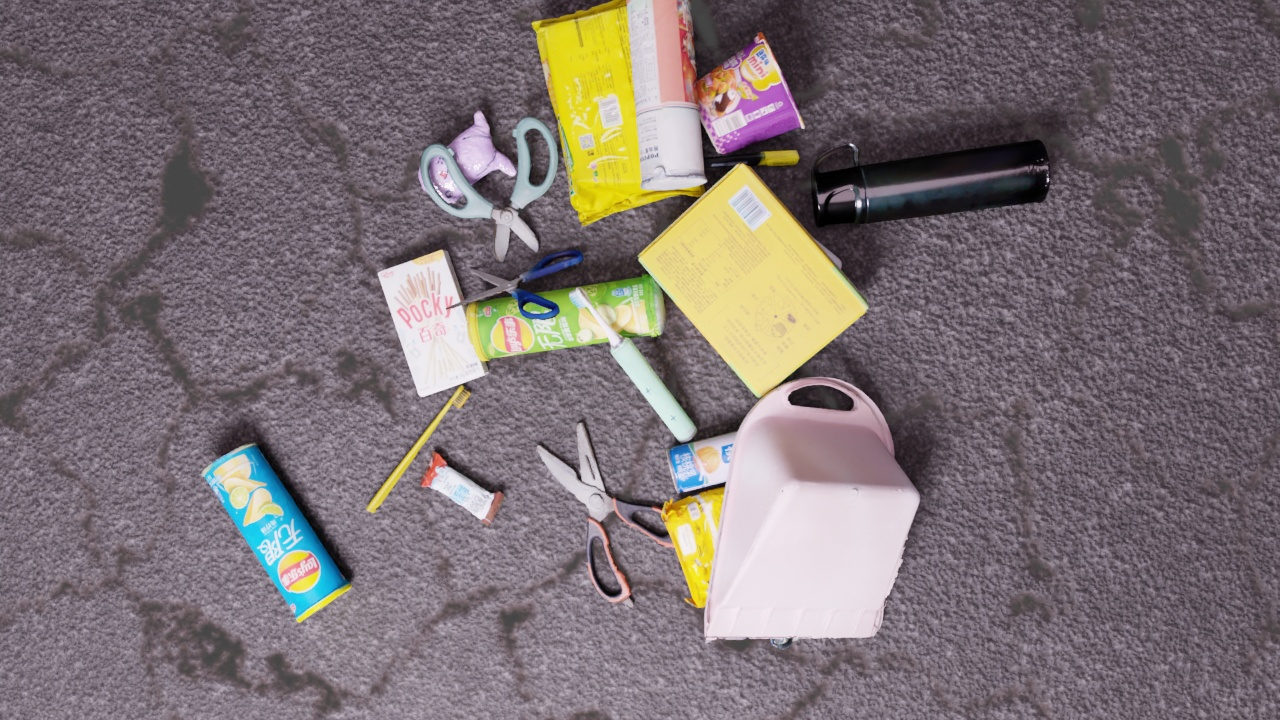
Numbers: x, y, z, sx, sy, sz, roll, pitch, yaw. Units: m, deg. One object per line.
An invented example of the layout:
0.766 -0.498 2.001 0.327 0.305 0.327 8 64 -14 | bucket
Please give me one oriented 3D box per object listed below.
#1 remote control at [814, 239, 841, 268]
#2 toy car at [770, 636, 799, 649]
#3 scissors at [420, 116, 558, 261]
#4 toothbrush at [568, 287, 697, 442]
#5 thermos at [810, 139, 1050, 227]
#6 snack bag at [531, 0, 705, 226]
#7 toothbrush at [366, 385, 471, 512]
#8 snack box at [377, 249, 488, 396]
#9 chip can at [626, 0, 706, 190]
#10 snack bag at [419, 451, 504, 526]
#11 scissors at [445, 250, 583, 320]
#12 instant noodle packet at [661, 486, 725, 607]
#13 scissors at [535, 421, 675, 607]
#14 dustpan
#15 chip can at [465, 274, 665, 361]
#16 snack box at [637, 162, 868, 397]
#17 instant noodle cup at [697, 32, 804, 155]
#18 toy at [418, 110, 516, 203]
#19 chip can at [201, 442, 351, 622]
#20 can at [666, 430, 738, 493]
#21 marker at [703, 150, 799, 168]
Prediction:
0.163 -0.131 1.045 0.136 0.020 0.056 40 94 3 | remote control
0.169 0.284 1.048 0.034 0.043 0.090 14 90 32 | toy car
-0.178 -0.202 1.051 0.181 0.019 0.170 10 106 -12 | scissors
-0.006 0.006 1.019 0.027 0.026 0.224 -25 116 27 | toothbrush
0.311 -0.202 1.003 0.242 0.068 0.090 -6 96 6 | thermos
-0.025 -0.287 1.036 0.158 0.068 0.246 -13 91 6 | snack bag
-0.265 0.108 1.097 0.016 0.015 0.190 38 95 -3 | toothbrush
-0.245 -0.044 1.085 0.085 0.027 0.157 -19 91 6 | snack box
0.025 -0.291 0.961 0.071 0.071 0.214 -5 93 6 | chip can
-0.213 0.152 1.087 0.104 0.026 0.048 28 100 3 | snack bag
-0.136 -0.087 1.040 0.162 0.173 0.012 -36 131 -28 | scissors
0.088 0.206 1.047 0.110 0.044 0.128 -17 93 -8 | instant noodle packet
-0.038 0.183 1.078 0.226 0.015 0.189 19 94 6 | scissors
0.187 0.167 1.017 0.222 0.138 0.274 9 117 -22 | dustpan
-0.082 -0.049 1.046 0.221 0.072 0.072 -8 91 5 | chip can
0.124 -0.088 1.012 0.158 0.070 0.210 -41 89 16 | snack box
0.113 -0.285 1.008 0.099 0.111 0.111 -24 89 15 | instant noodle cup
-0.207 -0.226 1.070 0.108 0.039 0.084 -33 97 4 | toy
-0.430 0.202 1.088 0.071 0.071 0.210 -34 88 5 | chip can
0.100 0.109 1.042 0.134 0.053 0.053 -15 90 6 | can
0.121 -0.224 1.026 0.124 0.018 0.015 -7 68 -17 | marker
